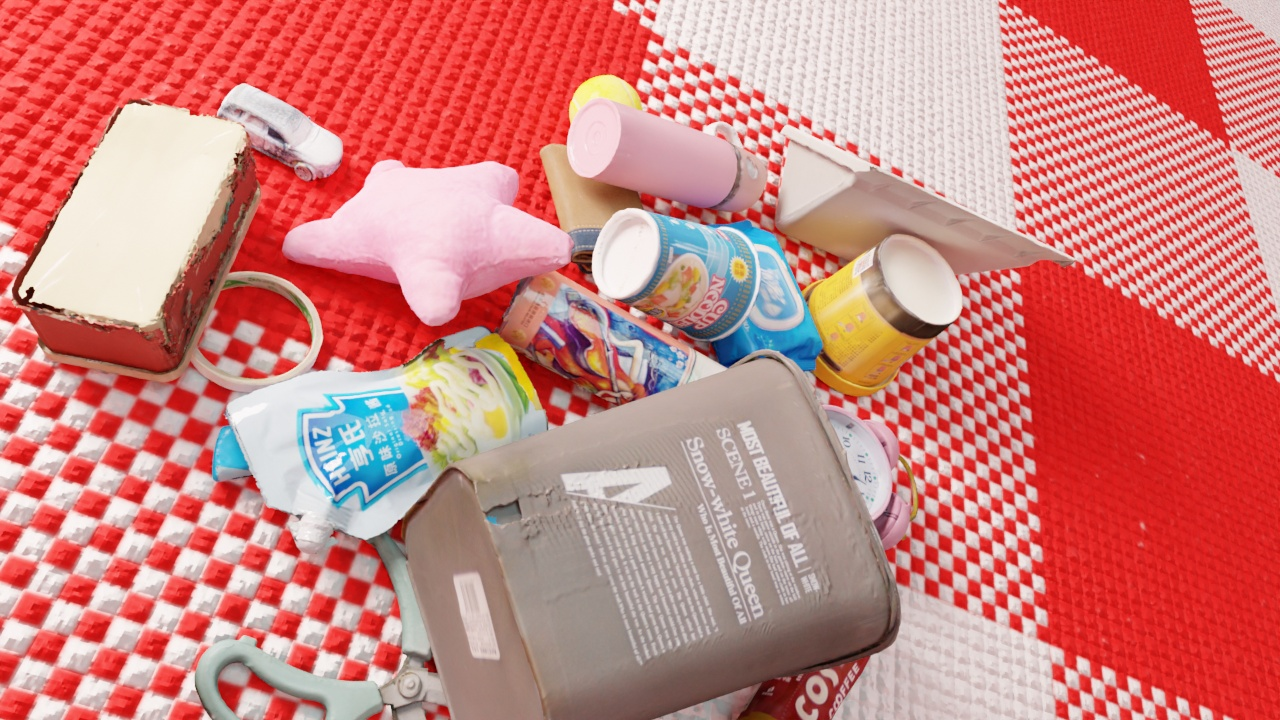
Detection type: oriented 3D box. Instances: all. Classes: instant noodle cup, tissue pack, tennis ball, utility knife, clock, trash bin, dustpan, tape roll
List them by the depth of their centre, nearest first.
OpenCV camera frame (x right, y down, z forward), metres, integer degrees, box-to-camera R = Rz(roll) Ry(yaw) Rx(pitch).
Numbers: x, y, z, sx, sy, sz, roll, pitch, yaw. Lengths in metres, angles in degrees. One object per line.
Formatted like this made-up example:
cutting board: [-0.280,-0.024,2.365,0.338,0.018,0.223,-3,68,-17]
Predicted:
trash bin: [-0.005,0.122,0.550,0.219,0.199,0.199,-11,71,-33]
utility knife: [-0.188,0.048,0.604,0.178,0.018,0.034,-7,71,-35]
tape roll: [-0.256,-0.019,0.606,0.085,0.014,0.085,14,57,-23]
instant noodle cup: [0.023,-0.072,0.725,0.109,0.099,0.099,12,56,-44]
clock: [0.163,0.096,0.750,0.158,0.060,0.117,15,58,-25]
tissue pack: [0.095,-0.058,0.804,0.094,0.052,0.157,-9,68,-34]
tennis ball: [-0.031,-0.220,0.819,0.065,0.066,0.065,14,57,-23]
instant noodle cup: [0.214,-0.044,0.826,0.118,0.115,0.118,14,57,-22]
dustpan: [0.242,-0.171,0.869,0.222,0.258,0.142,19,79,-20]

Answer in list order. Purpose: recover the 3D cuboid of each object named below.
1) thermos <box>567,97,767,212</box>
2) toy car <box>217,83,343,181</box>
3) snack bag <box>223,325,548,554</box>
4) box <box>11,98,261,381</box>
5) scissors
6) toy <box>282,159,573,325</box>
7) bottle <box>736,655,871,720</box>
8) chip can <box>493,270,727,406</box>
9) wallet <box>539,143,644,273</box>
thermos: [0.030,-0.183,0.804,0.198,0.067,0.087,2,77,-44]
toy car: [-0.264,-0.169,0.677,0.090,0.034,0.042,29,49,-14]
snack bag: [-0.154,0.046,0.593,0.190,0.039,0.110,-20,88,-38]
box: [-0.301,-0.081,0.564,0.091,0.077,0.168,12,57,-8]
scissors: [-0.174,0.168,0.542,0.179,0.019,0.170,-2,65,-32]
toy: [-0.135,-0.096,0.660,0.195,0.075,0.178,21,48,23]
bottle: [0.127,0.221,0.658,0.057,0.058,0.174,45,51,0]
chip can: [-0.004,0.004,0.701,0.214,0.071,0.071,29,52,-12]
wallet: [-0.035,-0.130,0.787,0.090,0.033,0.115,-1,63,-34]
